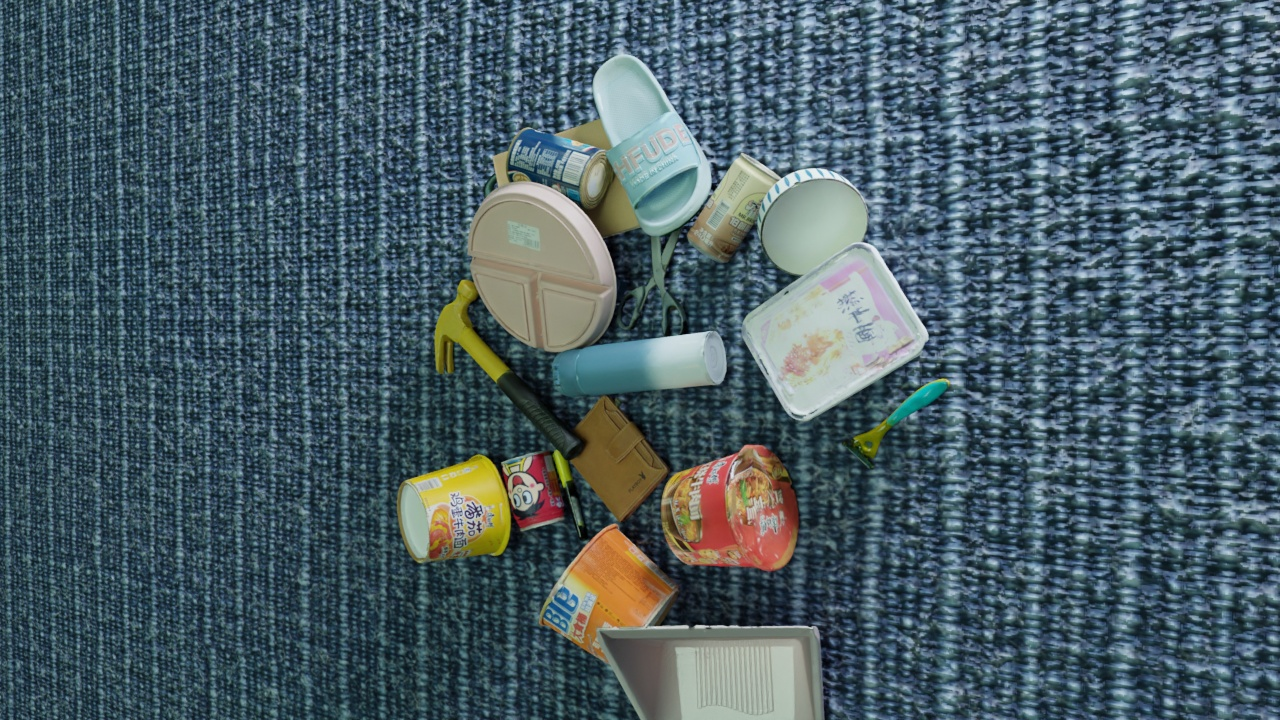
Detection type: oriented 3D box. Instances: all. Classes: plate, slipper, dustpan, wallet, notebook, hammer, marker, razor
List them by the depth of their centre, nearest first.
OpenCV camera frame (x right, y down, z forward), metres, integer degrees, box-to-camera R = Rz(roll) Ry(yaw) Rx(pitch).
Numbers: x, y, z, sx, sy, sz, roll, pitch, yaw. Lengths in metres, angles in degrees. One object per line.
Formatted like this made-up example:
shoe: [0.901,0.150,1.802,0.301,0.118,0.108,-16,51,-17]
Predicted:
razor: [0.277,0.062,0.978,0.043,0.028,0.133,42,116,-3]
dustpan: [0.092,0.363,0.981,0.223,0.273,0.138,-5,69,16]
slipper: [0.005,-0.264,1.084,0.104,0.074,0.245,-27,71,16]
plate: [-0.131,-0.110,1.154,0.230,0.028,0.230,18,125,28]
wallet: [-0.028,0.118,1.154,0.130,0.035,0.119,49,119,20]
notebook: [-0.083,-0.221,1.165,0.212,0.012,0.149,-14,83,20]
marker: [-0.091,0.175,1.196,0.015,0.018,0.124,-21,82,30]
hammer: [-0.179,0.025,1.218,0.301,0.032,0.129,43,113,29]

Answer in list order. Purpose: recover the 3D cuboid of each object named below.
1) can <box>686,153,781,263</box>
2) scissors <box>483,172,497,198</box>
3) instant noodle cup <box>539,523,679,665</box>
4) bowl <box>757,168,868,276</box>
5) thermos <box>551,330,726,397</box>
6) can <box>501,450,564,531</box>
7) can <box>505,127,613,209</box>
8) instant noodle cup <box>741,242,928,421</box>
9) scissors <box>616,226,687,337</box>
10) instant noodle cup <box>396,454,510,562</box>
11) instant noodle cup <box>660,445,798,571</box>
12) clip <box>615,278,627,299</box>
can: [0.106,-0.173,1.051,0.058,0.058,0.116,41,110,22]
scissors: [-0.143,-0.199,1.204,0.181,0.019,0.170,42,105,15]
instant noodle cup: [-0.032,0.288,1.098,0.111,0.151,0.151,34,107,16]
bowl: [0.180,-0.157,0.993,0.117,0.116,0.066,-45,29,23]
thermos: [-0.007,0.007,1.115,0.221,0.070,0.070,-6,88,28]
can: [-0.139,0.170,1.195,0.067,0.066,0.093,-19,82,28]
can: [-0.099,-0.235,1.126,0.111,0.075,0.075,21,101,20]
instant noodle cup: [0.212,-0.030,0.995,0.174,0.060,0.138,-35,75,24]
scissors: [0.022,-0.101,1.120,0.160,0.014,0.175,-33,79,29]
instant noodle cup: [-0.250,0.201,1.208,0.138,0.109,0.138,17,111,52]
instant noodle cup: [0.098,0.172,1.031,0.109,0.137,0.138,-17,83,38]
clip: [-0.046,-0.096,1.164,0.058,0.041,0.026,19,102,30]
